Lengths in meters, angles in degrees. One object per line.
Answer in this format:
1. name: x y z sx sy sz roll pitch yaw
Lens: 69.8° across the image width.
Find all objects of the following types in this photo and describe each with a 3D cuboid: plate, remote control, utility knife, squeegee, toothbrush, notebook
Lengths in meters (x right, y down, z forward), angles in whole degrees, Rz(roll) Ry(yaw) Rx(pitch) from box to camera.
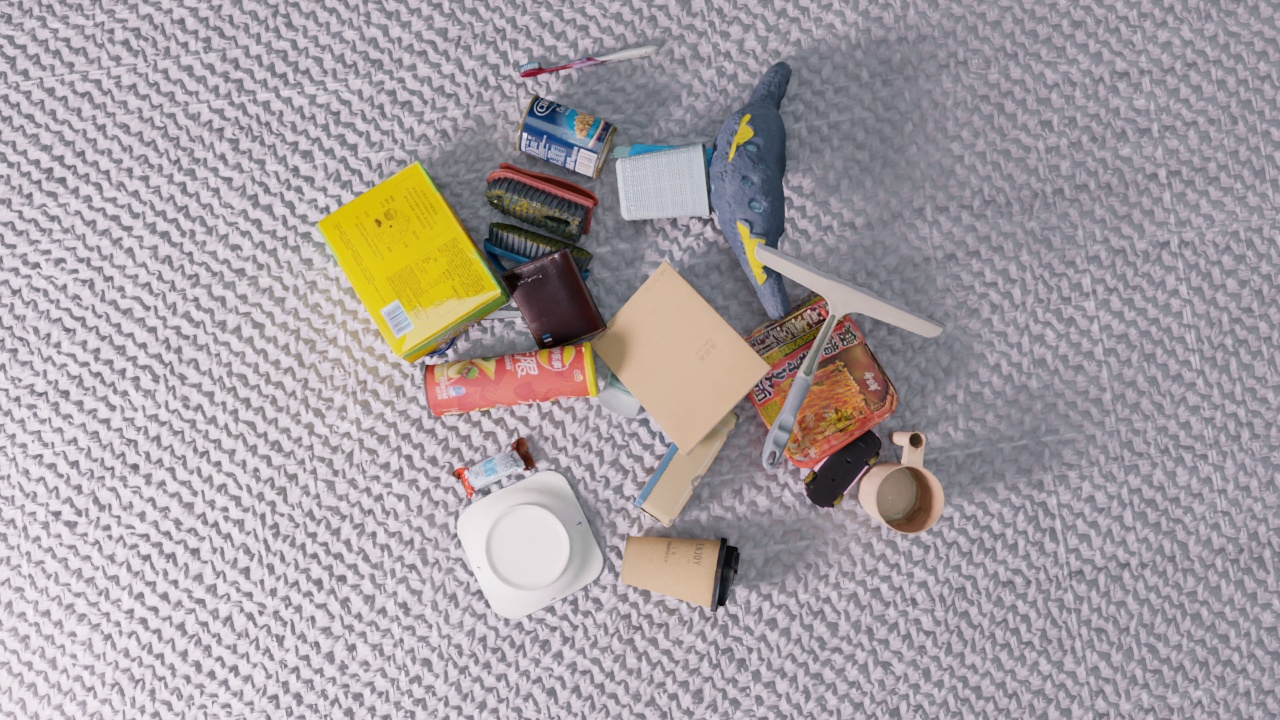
1. plate: -0.144 0.239 1.186 0.163 0.034 0.164 -27 87 -1
2. remote control: -0.007 0.007 1.201 0.056 0.019 0.135 23 88 1
3. utility knife: 0.043 -0.268 1.213 0.166 0.018 0.034 5 88 2
4. squeegee: 0.203 0.018 1.112 0.246 0.039 0.246 23 95 -3
5. toothbrush: -0.069 -0.401 1.221 0.187 0.016 0.017 -11 78 0
6. notebook: 0.044 -0.007 1.143 0.149 0.012 0.211 -47 60 11

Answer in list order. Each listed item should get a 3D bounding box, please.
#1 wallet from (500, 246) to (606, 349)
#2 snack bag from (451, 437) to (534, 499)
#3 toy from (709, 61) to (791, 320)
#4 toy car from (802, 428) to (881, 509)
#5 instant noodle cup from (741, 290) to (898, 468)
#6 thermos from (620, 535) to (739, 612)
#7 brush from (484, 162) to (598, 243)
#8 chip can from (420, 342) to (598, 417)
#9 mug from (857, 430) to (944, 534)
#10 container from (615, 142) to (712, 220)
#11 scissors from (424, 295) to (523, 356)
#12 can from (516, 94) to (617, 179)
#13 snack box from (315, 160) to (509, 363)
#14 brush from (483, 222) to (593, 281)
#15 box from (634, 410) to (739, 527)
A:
1. wallet: -0.110 -0.076 1.174 0.096 0.020 0.122 -20 114 13
2. snack bag: -0.191 0.141 1.193 0.105 0.026 0.045 -26 79 -2
3. toy: 0.145 -0.233 1.144 0.137 0.092 0.355 20 68 -41
4. toy car: 0.261 0.136 1.188 0.056 0.037 0.122 38 100 4
5. instant noodle cup: 0.217 0.024 1.170 0.164 0.079 0.189 -31 87 -1
6. thermos: 0.051 0.262 1.160 0.143 0.093 0.093 9 88 8
7. brush: -0.130 -0.213 1.194 0.146 0.063 0.069 21 57 3
8. chip can: -0.165 0.024 1.176 0.216 0.073 0.073 -7 88 1
9. mug: 0.325 0.149 1.152 0.084 0.103 0.124 7 88 0
10. container: 0.031 -0.223 1.169 0.111 0.090 0.090 -6 100 8
11. scissors: -0.227 -0.050 1.208 0.169 0.012 0.146 21 87 2
12. can: -0.094 -0.287 1.186 0.111 0.075 0.075 21 88 1
13. snack box: -0.288 -0.124 1.174 0.157 0.070 0.210 -33 83 -3
14. brush: -0.136 -0.129 1.192 0.144 0.055 0.074 17 110 1
15. box: 0.062 0.119 1.163 0.059 0.090 0.184 31 86 3
